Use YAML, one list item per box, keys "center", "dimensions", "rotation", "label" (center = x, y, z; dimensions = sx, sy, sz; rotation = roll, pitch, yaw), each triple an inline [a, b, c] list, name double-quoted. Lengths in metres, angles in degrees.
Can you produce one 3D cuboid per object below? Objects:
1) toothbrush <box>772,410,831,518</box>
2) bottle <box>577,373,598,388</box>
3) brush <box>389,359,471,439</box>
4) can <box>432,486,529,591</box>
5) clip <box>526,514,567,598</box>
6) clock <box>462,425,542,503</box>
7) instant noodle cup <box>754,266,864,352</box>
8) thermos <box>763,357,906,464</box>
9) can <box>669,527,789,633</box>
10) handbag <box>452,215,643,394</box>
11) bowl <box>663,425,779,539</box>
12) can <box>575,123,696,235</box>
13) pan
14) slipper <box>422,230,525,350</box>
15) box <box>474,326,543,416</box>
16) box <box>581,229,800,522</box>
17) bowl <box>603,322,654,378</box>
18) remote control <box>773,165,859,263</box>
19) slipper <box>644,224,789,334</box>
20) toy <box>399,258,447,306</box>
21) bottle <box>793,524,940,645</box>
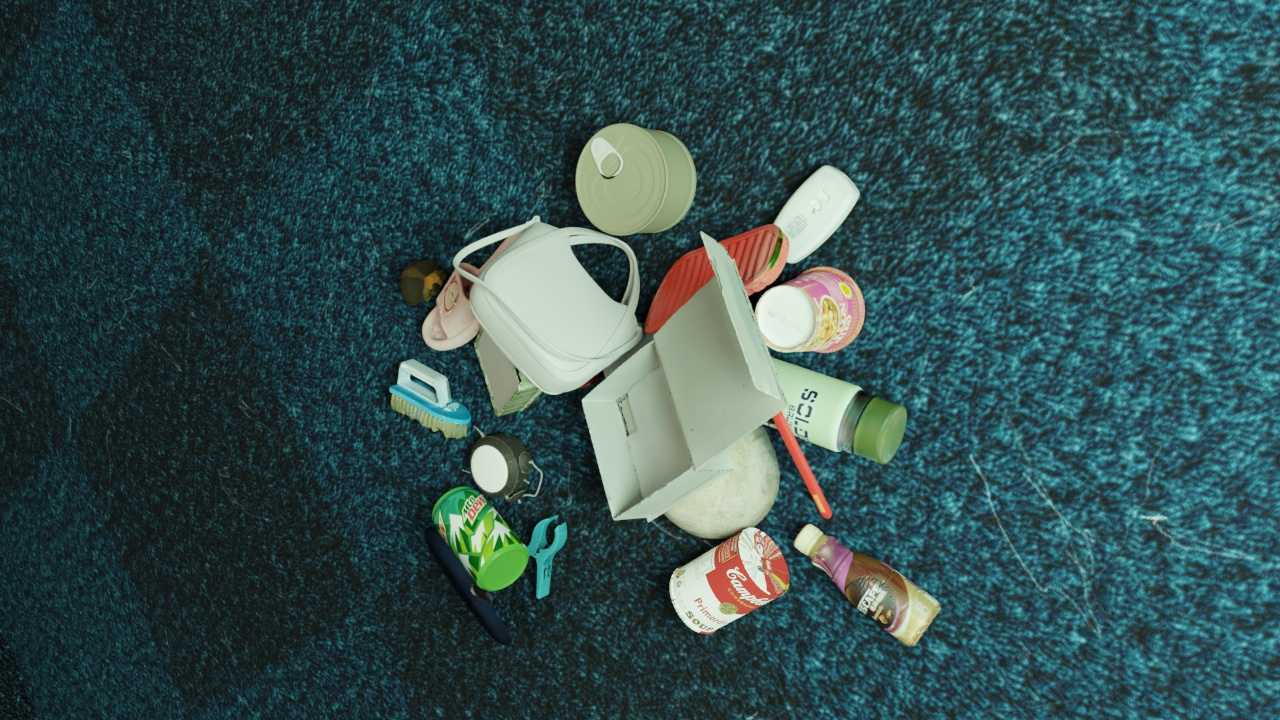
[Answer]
- center: [0.167, 0.102, 1.005]
  dimensions: [0.012, 0.017, 0.212]
  rotation: [2, 131, 45]
  label: "toothbrush"
- center: [-0.094, -0.026, 1.166]
  dimensions: [0.099, 0.098, 0.111]
  rotation: [16, 115, 30]
  label: "bottle"
- center: [-0.300, 0.057, 1.338]
  dimensions: [0.136, 0.055, 0.075]
  rotation: [25, 115, 26]
  label: "brush"
- center: [-0.227, 0.249, 1.291]
  dimensions: [0.144, 0.083, 0.083]
  rotation: [40, 117, 38]
  label: "can"
- center: [-0.133, 0.274, 1.285]
  dimensions: [0.102, 0.026, 0.120]
  rotation: [36, 115, 20]
  label: "clip"
- center: [-0.198, 0.151, 1.295]
  dimensions: [0.123, 0.043, 0.091]
  rotation: [27, 111, 26]
  label: "clock"
- center: [0.176, -0.050, 0.984]
  dimensions: [0.098, 0.108, 0.098]
  rotation: [6, 101, 31]
  label: "instant noodle cup"
- center: [0.177, 0.048, 1.021]
  dimensions: [0.232, 0.082, 0.082]
  rotation: [20, 108, 29]
  label: "thermos"
- center: [0.105, 0.263, 1.094]
  dimensions: [0.117, 0.086, 0.086]
  rotation: [-38, 77, 31]
  label: "can"
- center: [-0.084, -0.090, 1.082]
  dimensions: [0.216, 0.222, 0.096]
  rotation: [49, 145, -5]
  label: "handbag"
- center: [0.070, 0.135, 1.101]
  dimensions: [0.179, 0.081, 0.178]
  rotation: [5, 99, 30]
  label: "bowl"
- center: [-0.005, -0.214, 1.094]
  dimensions: [0.128, 0.073, 0.128]
  rotation: [6, 101, 32]
  label: "can"
- center: [-0.225, 0.306, 1.220]
  dimensions: [0.199, 0.021, 0.357]
  rotation: [55, 160, 0]
  label: "pan"
- center: [-0.223, -0.094, 1.245]
  dimensions: [0.222, 0.055, 0.106]
  rotation: [-39, 43, 24]
  label: "slipper"
- center: [-0.166, -0.001, 1.183]
  dimensions: [0.206, 0.050, 0.117]
  rotation: [139, 115, -67]
  label: "box"
- center: [0.053, 0.036, 0.973]
  dimensions: [0.370, 0.098, 0.165]
  rotation: [-45, 54, 48]
  label: "box"
- center: [-0.007, 0.007, 1.152]
  dimensions: [0.106, 0.039, 0.106]
  rotation: [6, 101, 32]
  label: "bowl"
- center: [0.187, -0.158, 1.007]
  dimensions: [0.060, 0.028, 0.115]
  rotation: [47, 119, 18]
  label: "remote control"
- center: [0.091, -0.082, 1.036]
  dimensions: [0.249, 0.059, 0.103]
  rotation: [-23, 45, 54]
  label: "slipper"
- center: [-0.304, -0.113, 1.312]
  dimensions: [0.100, 0.062, 0.076]
  rotation: [1, 62, 47]
  label: "toy"
- center: [0.246, 0.242, 1.016]
  dimensions: [0.166, 0.059, 0.060]
  rotation: [35, 115, 23]
  label: "bottle"
